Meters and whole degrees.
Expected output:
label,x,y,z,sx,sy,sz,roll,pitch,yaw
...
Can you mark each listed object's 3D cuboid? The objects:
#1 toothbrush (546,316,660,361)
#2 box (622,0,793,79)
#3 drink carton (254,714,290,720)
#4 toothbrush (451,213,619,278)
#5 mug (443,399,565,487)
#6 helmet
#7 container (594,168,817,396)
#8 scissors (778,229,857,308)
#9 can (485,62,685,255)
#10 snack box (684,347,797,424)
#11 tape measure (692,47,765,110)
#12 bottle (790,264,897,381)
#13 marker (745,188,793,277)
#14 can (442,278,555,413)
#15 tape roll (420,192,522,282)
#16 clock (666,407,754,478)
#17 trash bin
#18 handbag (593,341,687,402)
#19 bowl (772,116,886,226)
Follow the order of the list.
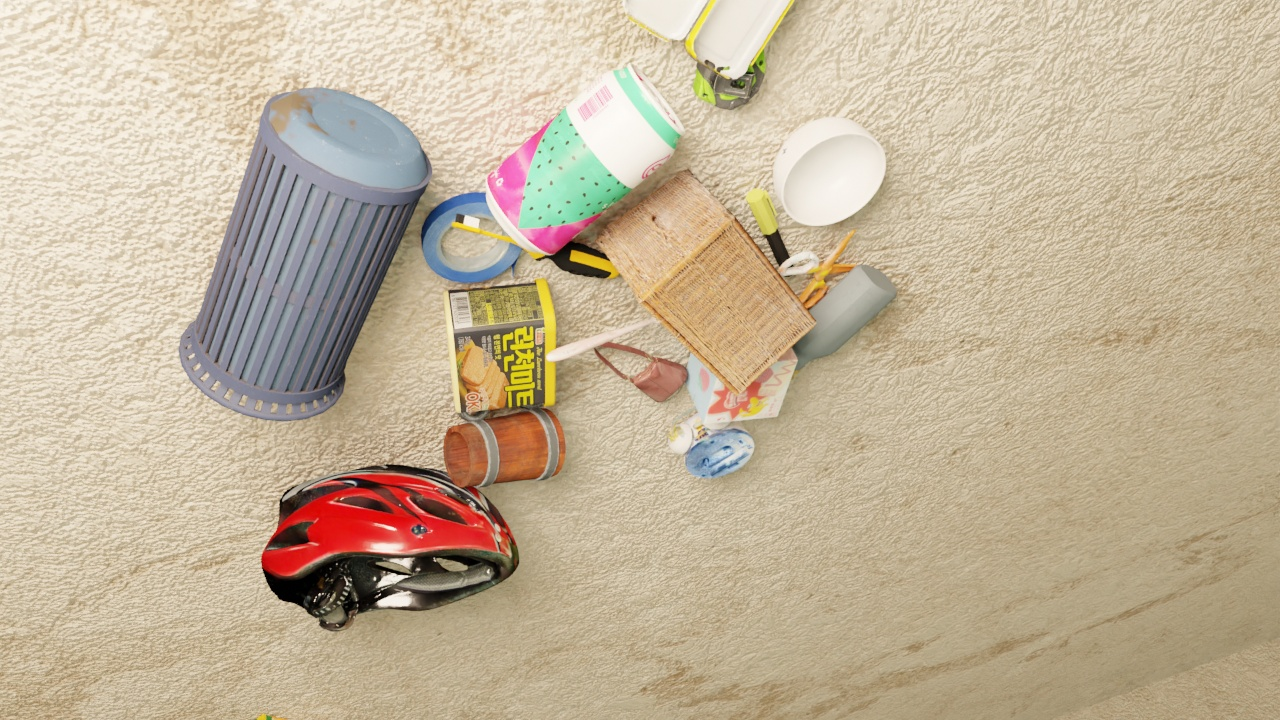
label,x,y,z,sx,sy,sz,roll,pitch,yaw
toothbrush,-0.027,-0.029,0.929,0.180,0.016,0.018,-23,141,-43
box,0.084,-0.329,0.696,0.127,0.023,0.210,22,114,-30
drink carton,-0.529,0.580,1.382,0.041,0.058,0.122,-36,136,16
toothbrush,-0.091,-0.104,0.855,0.196,0.031,0.031,11,89,-45
mug,-0.151,0.079,0.999,0.111,0.082,0.117,-6,93,-39
helmet,-0.271,0.203,1.012,0.272,0.166,0.218,-1,150,-7
container,0.067,-0.074,0.893,0.113,0.113,0.198,-41,133,7
scissors,0.194,-0.096,0.993,0.128,0.011,0.126,-6,144,-36
can,-0.049,-0.169,0.781,0.166,0.088,0.088,-37,135,17
snack box,0.111,0.010,1.034,0.094,0.079,0.093,-4,135,-17
tape measure,0.078,-0.248,0.788,0.058,0.035,0.066,-8,136,-15
bottle,0.212,-0.038,1.042,0.072,0.046,0.162,4,137,-50
marker,0.138,-0.130,0.947,0.021,0.017,0.124,-28,139,8
can,-0.141,-0.012,0.919,0.101,0.072,0.131,-6,136,-12
tape roll,-0.155,-0.113,0.849,0.093,0.016,0.092,-1,134,-21
clock,0.085,0.095,1.131,0.089,0.052,0.125,-33,136,13
trash bin,-0.271,-0.086,0.745,0.139,0.139,0.250,13,126,-32
handbag,-0.006,0.006,1.027,0.119,0.029,0.055,28,121,-34
bowl,0.176,-0.186,0.878,0.105,0.054,0.105,-10,135,-10
